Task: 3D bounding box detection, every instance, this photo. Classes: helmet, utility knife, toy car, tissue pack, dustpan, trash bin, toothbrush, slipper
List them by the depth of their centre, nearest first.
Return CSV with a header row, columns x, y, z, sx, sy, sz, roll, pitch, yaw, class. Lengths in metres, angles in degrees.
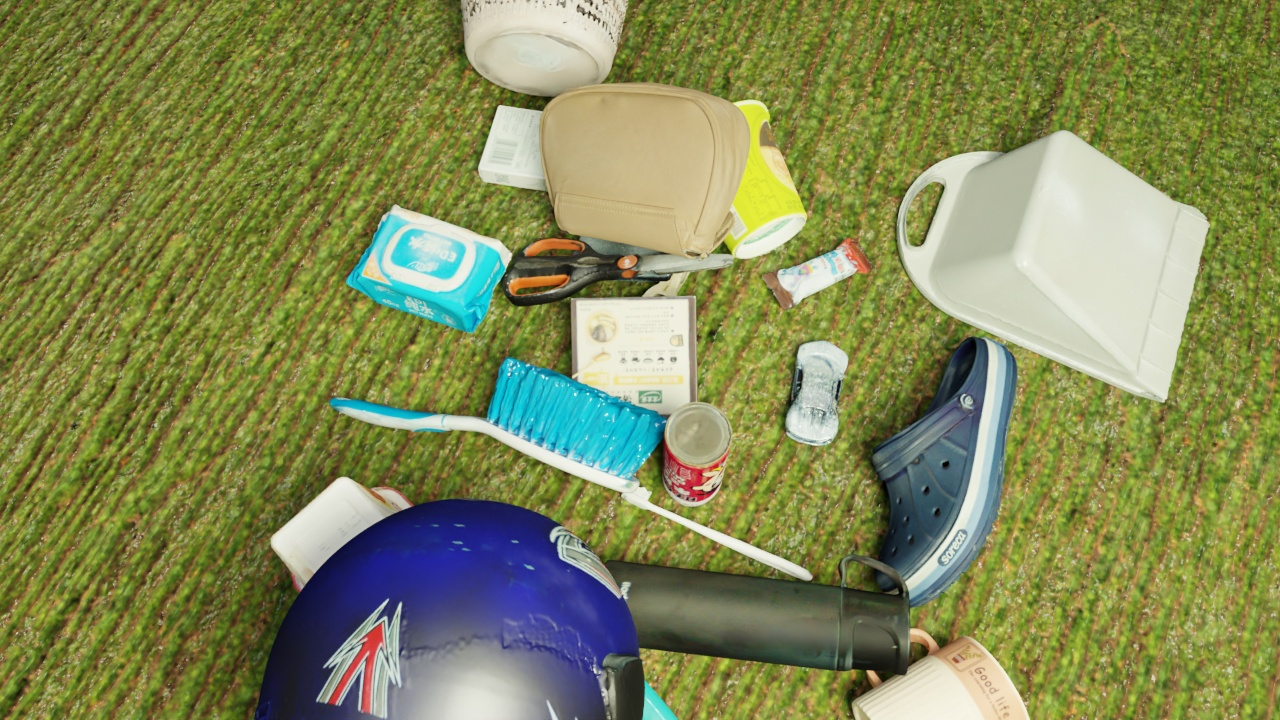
x,y,z,sx,sy,sz,roll,pitch,yaw,class
-0.112,0.236,0.638,0.247,0.316,0.239,7,47,18,helmet
0.025,0.305,0.739,0.029,0.013,0.219,-39,69,-16,utility knife
0.251,0.081,0.780,0.095,0.105,0.252,24,67,4,slipper
0.067,0.150,0.805,0.180,0.016,0.016,23,65,11,toothbrush
0.163,0.027,0.847,0.049,0.031,0.105,11,66,5,toy car
-0.202,-0.089,0.886,0.140,0.063,0.089,19,68,9,tissue pack
0.397,-0.106,0.912,0.257,0.143,0.222,33,68,-17,dustpan
-0.098,-0.393,0.949,0.227,0.227,0.192,3,79,2,trash bin

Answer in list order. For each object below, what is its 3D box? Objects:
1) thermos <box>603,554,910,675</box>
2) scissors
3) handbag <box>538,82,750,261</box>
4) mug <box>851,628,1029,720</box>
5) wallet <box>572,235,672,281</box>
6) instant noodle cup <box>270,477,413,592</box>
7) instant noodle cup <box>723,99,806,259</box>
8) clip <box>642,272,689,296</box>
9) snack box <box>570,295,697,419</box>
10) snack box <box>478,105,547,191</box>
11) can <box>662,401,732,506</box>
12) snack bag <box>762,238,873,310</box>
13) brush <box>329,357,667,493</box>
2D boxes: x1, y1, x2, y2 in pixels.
x,y,z,sx,sy,sz,roll,pitch,yaw,class
0.089,0.195,0.737,0.243,0.068,0.089,2,64,11,thermos
-0.020,-0.100,0.865,0.235,0.022,0.139,-16,42,8,scissors
0.004,-0.178,0.841,0.205,0.099,0.148,17,109,36,handbag
0.224,0.267,0.722,0.106,0.082,0.114,-26,42,-8,mug
-0.009,-0.120,0.898,0.121,0.019,0.097,4,65,32,wallet
-0.228,0.160,0.747,0.116,0.124,0.116,42,73,17,instant noodle cup
0.101,-0.170,0.899,0.111,0.112,0.123,-24,77,-9,instant noodle cup
0.026,-0.066,0.884,0.035,0.074,0.100,23,70,11,clip
-0.005,0.005,0.832,0.113,0.053,0.125,-1,91,5,snack box
-0.083,-0.216,0.959,0.157,0.027,0.084,10,67,5,snack box
0.046,0.082,0.770,0.053,0.133,0.053,0,66,1,can
0.175,-0.086,0.898,0.105,0.026,0.045,-25,72,-7,snack bag
-0.133,0.045,0.806,0.315,0.060,0.109,21,95,18,brush
